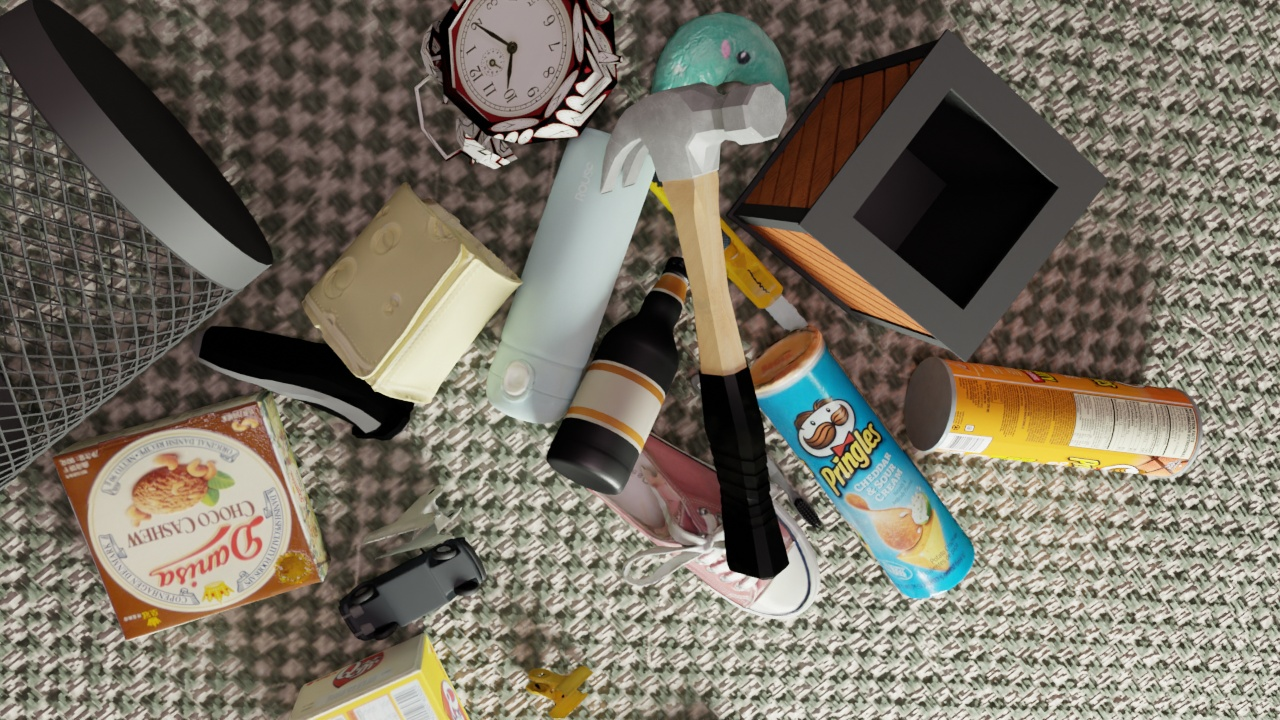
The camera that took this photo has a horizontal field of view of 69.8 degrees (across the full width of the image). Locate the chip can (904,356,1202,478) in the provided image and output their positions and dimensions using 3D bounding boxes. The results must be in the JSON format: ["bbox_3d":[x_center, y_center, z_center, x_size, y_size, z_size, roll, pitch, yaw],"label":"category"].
[{"bbox_3d":[0.328,0.047,0.735,0.215,0.075,0.075,7,100,-10],"label":"chip can"}]

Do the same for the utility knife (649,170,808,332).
[{"bbox_3d":[0.067,-0.086,0.701,0.030,0.017,0.179,-41,107,11],"label":"utility knife"}]

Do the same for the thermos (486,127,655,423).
[{"bbox_3d":[-0.052,-0.057,0.656,0.065,0.078,0.207,21,95,9],"label":"thermos"}]

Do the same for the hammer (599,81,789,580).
[{"bbox_3d":[0.051,-0.009,0.597,0.039,0.131,0.328,-26,112,-41],"label":"hammer"}]

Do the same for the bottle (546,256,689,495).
[{"bbox_3d":[-0.004,0.004,0.662,0.059,0.059,0.181,30,69,-13],"label":"bottle"}]

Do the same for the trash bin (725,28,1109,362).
[{"bbox_3d":[0.175,-0.110,0.630,0.139,0.172,0.140,36,93,-14],"label":"trash bin"}]

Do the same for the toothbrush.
[{"bbox_3d":[0.094,0.074,0.737,0.013,0.013,0.167,-40,102,0],"label":"toothbrush"}]

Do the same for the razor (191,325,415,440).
[{"bbox_3d":[-0.238,0.011,0.653,0.156,0.057,0.060,27,128,-14],"label":"razor"}]

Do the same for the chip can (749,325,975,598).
[{"bbox_3d":[0.171,0.082,0.716,0.080,0.080,0.229,-38,105,0],"label":"chip can"}]

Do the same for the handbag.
[{"bbox_3d":[-0.161,-0.046,0.631,0.111,0.081,0.119,43,98,22],"label":"handbag"}]

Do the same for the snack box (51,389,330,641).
[{"bbox_3d":[-0.318,0.111,0.663,0.143,0.041,0.147,-16,103,-6],"label":"snack box"}]

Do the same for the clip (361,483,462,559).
[{"bbox_3d":[-0.158,0.126,0.686,0.058,0.102,0.050,-33,99,-45],"label":"clip"}]

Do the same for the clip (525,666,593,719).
[{"bbox_3d":[-0.067,0.265,0.735,0.049,0.054,0.044,-25,86,20],"label":"clip"}]

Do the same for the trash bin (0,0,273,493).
[{"bbox_3d":[-0.373,-0.064,0.536,0.227,0.218,0.218,-37,104,-5],"label":"trash bin"}]

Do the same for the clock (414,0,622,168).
[{"bbox_3d":[-0.087,-0.194,0.620,0.155,0.065,0.114,-27,84,24],"label":"clock"}]

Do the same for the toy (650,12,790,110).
[{"bbox_3d":[0.058,-0.207,0.666,0.105,0.033,0.085,-16,114,-7],"label":"toy"}]

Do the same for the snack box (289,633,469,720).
[{"bbox_3d":[-0.174,0.343,0.722,0.110,0.061,0.230,-23,104,-4],"label":"snack box"}]

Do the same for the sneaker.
[{"bbox_3d":[0.048,0.126,0.700,0.241,0.088,0.118,35,94,-13],"label":"sneaker"}]

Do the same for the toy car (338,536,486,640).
[{"bbox_3d":[-0.174,0.174,0.702,0.112,0.034,0.046,-27,104,-2],"label":"toy car"}]
